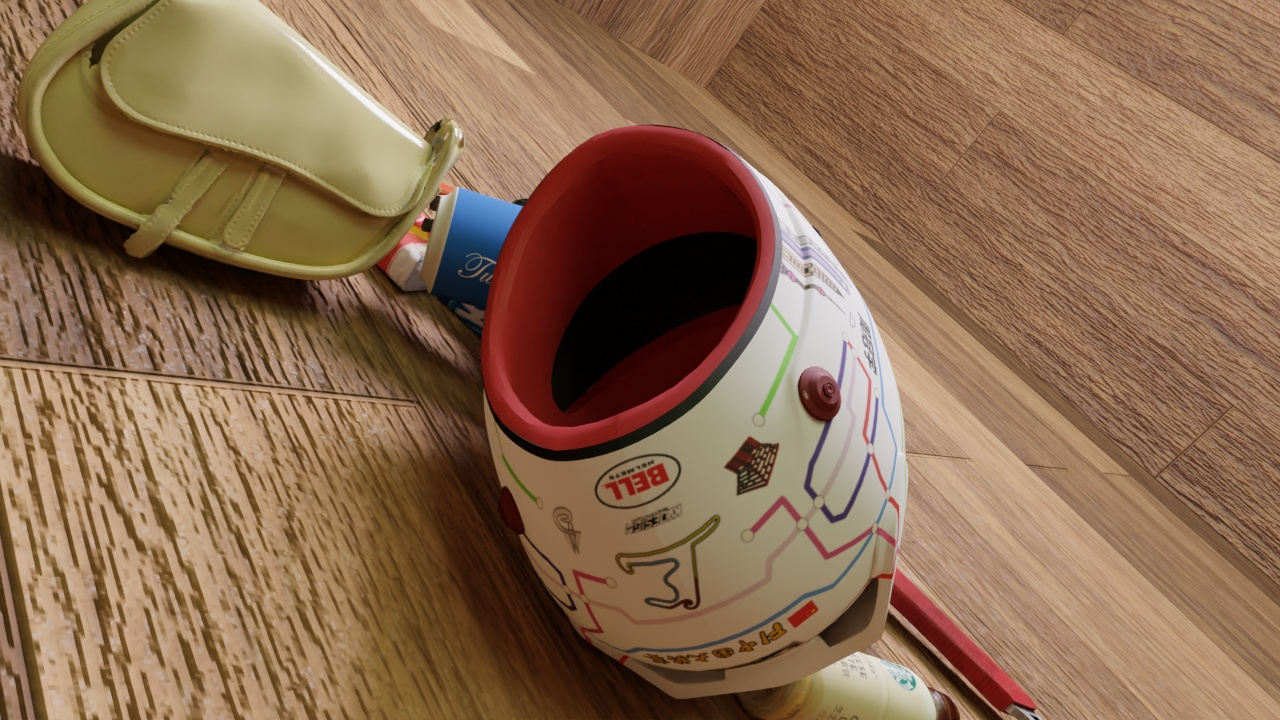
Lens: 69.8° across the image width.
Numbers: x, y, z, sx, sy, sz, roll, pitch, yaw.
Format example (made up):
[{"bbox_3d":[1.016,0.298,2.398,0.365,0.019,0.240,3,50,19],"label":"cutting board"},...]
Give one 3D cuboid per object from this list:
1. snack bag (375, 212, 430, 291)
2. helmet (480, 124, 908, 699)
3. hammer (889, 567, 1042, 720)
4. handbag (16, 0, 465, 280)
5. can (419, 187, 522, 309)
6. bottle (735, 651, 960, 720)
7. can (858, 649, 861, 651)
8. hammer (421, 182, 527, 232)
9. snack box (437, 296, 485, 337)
[{"bbox_3d":[-0.202,-0.105,0.753,0.116,0.036,0.076,42,22,14],"label":"snack bag"},{"bbox_3d":[0.035,0.034,0.552,0.236,0.231,0.313,53,21,-42],"label":"helmet"},{"bbox_3d":[0.282,0.257,0.746,0.315,0.036,0.126,45,19,17],"label":"hammer"},{"bbox_3d":[-0.245,-0.140,0.582,0.232,0.191,0.088,38,0,-35],"label":"handbag"},{"bbox_3d":[-0.081,-0.070,0.670,0.146,0.079,0.078,15,27,-15],"label":"can"},{"bbox_3d":[0.137,0.214,0.584,0.162,0.057,0.056,26,24,-27],"label":"bottle"},{"bbox_3d":[0.161,0.185,0.700,0.044,0.044,0.106,42,21,13],"label":"can"},{"bbox_3d":[-0.249,-0.178,0.758,0.333,0.033,0.132,26,20,8],"label":"hammer"},{"bbox_3d":[-0.060,-0.004,0.735,0.226,0.060,0.059,42,26,13],"label":"snack box"}]
